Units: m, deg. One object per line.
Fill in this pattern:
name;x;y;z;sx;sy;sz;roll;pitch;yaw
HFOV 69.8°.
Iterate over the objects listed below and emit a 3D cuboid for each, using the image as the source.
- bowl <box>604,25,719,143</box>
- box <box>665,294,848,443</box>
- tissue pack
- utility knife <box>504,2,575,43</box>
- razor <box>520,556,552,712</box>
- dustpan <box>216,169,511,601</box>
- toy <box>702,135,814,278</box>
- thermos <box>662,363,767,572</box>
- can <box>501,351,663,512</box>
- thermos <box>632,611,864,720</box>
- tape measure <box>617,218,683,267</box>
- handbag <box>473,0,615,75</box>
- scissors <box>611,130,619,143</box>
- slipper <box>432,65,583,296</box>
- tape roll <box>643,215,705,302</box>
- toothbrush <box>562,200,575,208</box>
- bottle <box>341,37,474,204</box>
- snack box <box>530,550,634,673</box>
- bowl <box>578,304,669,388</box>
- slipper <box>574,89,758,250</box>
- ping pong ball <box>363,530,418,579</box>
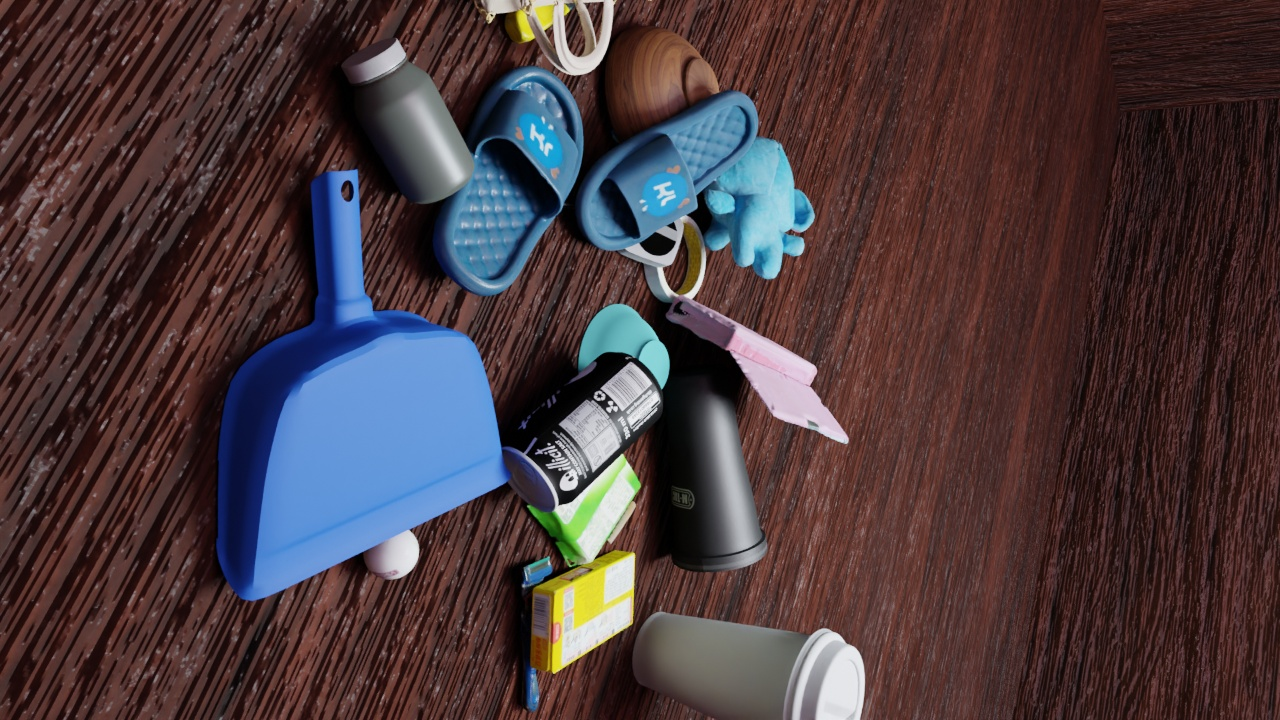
bowl;0.036;-0.262;0.907;0.147;0.069;0.147;5;84;-54
box;0.144;0.008;1.010;0.051;0.180;0.232;-51;150;12
tissue pack;-0.050;0.127;0.874;0.113;0.034;0.099;-54;131;-35
utility knife;-0.060;-0.332;0.822;0.185;0.020;0.029;-50;131;-37
razor;-0.101;0.250;0.832;0.043;0.018;0.141;-6;100;-63
dustpan;-0.192;-0.002;0.646;0.244;0.060;0.258;-22;121;-51
toy;0.116;-0.162;1.012;0.183;0.115;0.180;23;55;-30
thermos;0.073;0.117;0.992;0.105;0.106;0.218;-19;104;-51
can;-0.051;0.061;0.812;0.145;0.080;0.080;-42;126;-31
thermos;0.104;0.324;0.946;0.131;0.222;0.131;-8;100;-53
tape measure;0.010;-0.130;0.923;0.065;0.017;0.064;21;76;-26
handbag;-0.062;-0.337;0.749;0.194;0.101;0.198;-30;119;-45
scissors;0.000;-0.196;0.929;0.132;0.020;0.097;25;70;-53
slipper;-0.097;-0.146;0.742;0.103;0.059;0.213;37;59;-35
tape roll;0.037;-0.108;0.981;0.093;0.019;0.094;-8;99;-54
toothbrush;-0.072;-0.143;0.832;0.187;0.014;0.017;-13;103;-53
bottle;-0.167;-0.171;0.659;0.060;0.060;0.108;-55;134;-35
snack box;-0.052;0.235;0.872;0.152;0.025;0.075;-6;99;-62
bowl;-0.005;0.005;0.911;0.120;0.046;0.121;-8;100;-53
slipper;0.033;-0.174;0.867;0.213;0.059;0.104;-36;140;-13
ping pong ball;-0.186;0.143;0.684;0.040;0.040;0.040;-8;100;-53
